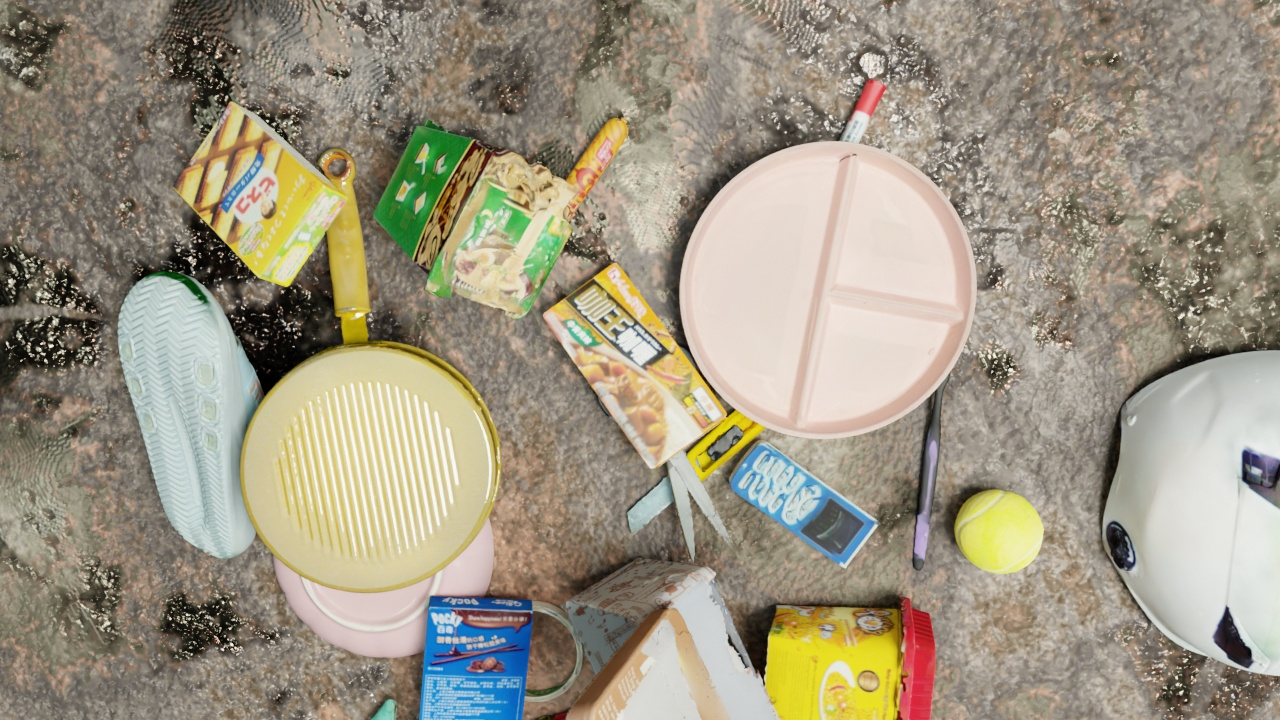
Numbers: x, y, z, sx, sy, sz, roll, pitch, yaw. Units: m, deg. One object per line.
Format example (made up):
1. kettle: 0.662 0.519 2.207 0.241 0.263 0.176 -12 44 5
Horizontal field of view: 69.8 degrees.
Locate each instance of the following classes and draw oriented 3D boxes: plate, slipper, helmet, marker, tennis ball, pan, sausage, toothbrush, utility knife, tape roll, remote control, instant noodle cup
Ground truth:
1. plate: 0.144 -0.053 0.718 0.229 0.028 0.229 0 98 0
2. slipper: -0.347 0.046 0.745 0.104 0.074 0.246 10 114 22
3. helmet: 0.484 0.125 0.675 0.229 0.145 0.259 -2 96 3
4. marker: 0.155 -0.153 0.729 0.017 0.017 0.145 25 97 0
5. tennis ball: 0.284 0.135 0.727 0.065 0.065 0.065 0 96 3
6. plate: -0.221 0.163 0.770 0.192 0.039 0.192 0 96 3
7. pan: -0.222 0.004 0.727 0.197 0.078 0.357 -8 93 -8
8. sausage: -0.059 -0.129 0.740 0.021 0.021 0.165 36 97 -1
9. toothbrush: 0.238 0.082 0.753 0.014 0.016 0.189 6 99 14
10. utility knife: 0.072 0.069 0.757 0.223 0.015 0.033 -42 90 7
11. tape roll: -0.091 0.249 0.785 0.086 0.014 0.086 0 96 3
12. remote control: 0.133 0.117 0.754 0.125 0.024 0.049 36 97 -4
13. instant noodle cup: 0.164 0.249 0.728 0.124 0.116 0.116 5 96 14

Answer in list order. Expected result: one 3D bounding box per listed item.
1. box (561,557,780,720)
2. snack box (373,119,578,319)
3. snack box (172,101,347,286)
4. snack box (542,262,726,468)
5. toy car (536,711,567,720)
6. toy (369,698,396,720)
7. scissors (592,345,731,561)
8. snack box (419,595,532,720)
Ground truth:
1. box: 0.028 0.256 0.655 0.136 0.269 0.179 -24 95 2
2. snack box: -0.131 -0.111 0.699 0.106 0.118 0.117 32 97 31
3. snack box: -0.300 -0.132 0.720 0.140 0.033 0.087 40 97 23
4. snack box: -0.004 0.004 0.734 0.075 0.026 0.153 -36 83 2
5. toy car: -0.052 0.323 0.783 0.106 0.031 0.049 -20 93 7
6. toy: -0.206 0.352 0.795 0.092 0.030 0.096 32 99 2
7. scissors: 0.028 0.068 0.747 0.164 0.014 0.164 27 89 8
8. snack box: -0.138 0.272 0.760 0.084 0.026 0.157 5 101 -10
